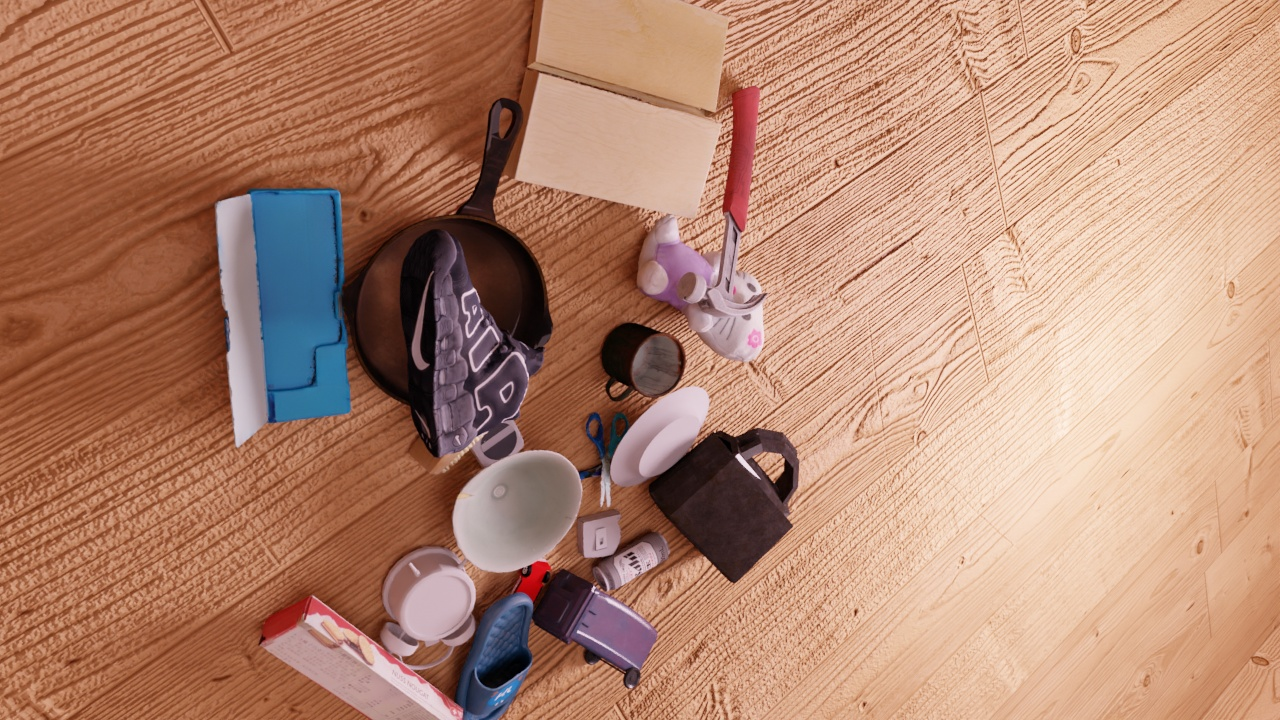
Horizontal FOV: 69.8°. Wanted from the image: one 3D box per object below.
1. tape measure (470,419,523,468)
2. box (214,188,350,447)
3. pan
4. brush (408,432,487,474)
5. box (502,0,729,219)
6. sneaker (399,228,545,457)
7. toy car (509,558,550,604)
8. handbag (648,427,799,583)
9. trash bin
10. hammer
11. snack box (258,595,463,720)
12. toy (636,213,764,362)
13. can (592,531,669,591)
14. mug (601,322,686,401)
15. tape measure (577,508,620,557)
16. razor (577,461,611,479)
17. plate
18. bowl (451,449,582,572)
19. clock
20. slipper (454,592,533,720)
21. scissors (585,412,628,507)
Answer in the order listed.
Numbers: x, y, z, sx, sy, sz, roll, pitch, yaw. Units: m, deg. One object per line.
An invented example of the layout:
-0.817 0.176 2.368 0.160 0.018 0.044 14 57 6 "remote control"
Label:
-0.182 0.099 1.136 0.064 0.017 0.064 -36 121 -19 "tape measure"
-0.376 -0.050 0.935 0.166 0.075 0.244 -24 120 -59 "box"
-0.199 -0.117 1.026 0.248 0.043 0.356 9 105 -34 "pan"
-0.216 0.085 1.092 0.117 0.049 0.039 -45 145 -16 "brush"
-0.021 -0.315 1.091 0.246 0.076 0.257 6 94 -31 "box"
-0.172 -0.022 1.001 0.150 0.097 0.253 -13 118 -32 "sneaker"
-0.153 0.303 1.210 0.038 0.025 0.089 29 89 -37 "toy car"
0.138 0.179 1.315 0.199 0.102 0.197 -39 123 1 "handbag"
-0.063 0.362 1.246 0.161 0.094 0.092 43 70 -36 "trash bin"
0.124 -0.207 1.177 0.126 0.036 0.315 19 73 -36 "hammer"
-0.324 0.376 1.088 0.077 0.044 0.273 -28 123 17 "snack box"
0.079 -0.085 1.203 0.209 0.086 0.137 33 52 -29 "toy"
-0.012 0.281 1.284 0.106 0.044 0.044 -25 116 -25 "can"
-0.007 0.007 1.183 0.111 0.081 0.085 -47 123 -13 "mug"
-0.056 0.239 1.257 0.060 0.020 0.062 -8 108 -31 "tape measure"
-0.094 0.153 1.209 0.140 0.018 0.044 -10 109 -30 "razor"
0.034 0.109 1.228 0.172 0.019 0.173 -32 148 -24 "plate"
-0.163 0.171 1.136 0.173 0.068 0.174 -16 121 -28 "bowl"
-0.260 0.304 1.124 0.119 0.061 0.159 -2 109 -34 "clock"
-0.177 0.392 1.182 0.103 0.059 0.214 -10 123 -46 "slipper"
-0.051 0.134 1.223 0.073 0.016 0.134 6 91 -36 "scissors"
